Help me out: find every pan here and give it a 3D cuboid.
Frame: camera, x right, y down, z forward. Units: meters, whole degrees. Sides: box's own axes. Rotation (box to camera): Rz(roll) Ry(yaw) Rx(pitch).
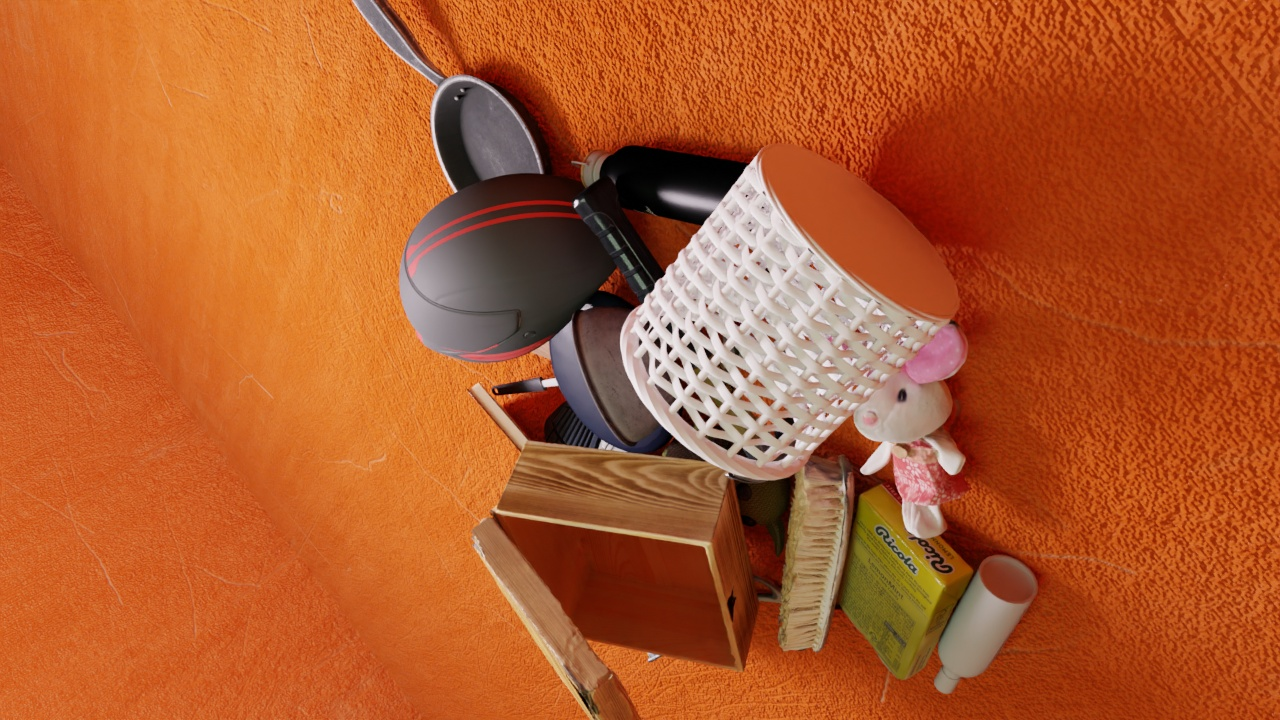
[{"bbox_3d":[-0.215,-0.296,1.017,0.357,0.055,0.188,57,145,-5],"label":"pan"},{"bbox_3d":[-0.085,0.024,1.090,0.357,0.021,0.199,-9,107,49],"label":"pan"}]

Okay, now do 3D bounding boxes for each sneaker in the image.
[{"bbox_3d":[-0.027,0.146,1.148,0.240,0.089,0.124,40,174,48],"label":"sneaker"}]

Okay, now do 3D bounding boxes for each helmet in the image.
[{"bbox_3d":[-0.141,-0.101,0.938,0.170,0.265,0.164,57,-163,-66],"label":"helmet"}]

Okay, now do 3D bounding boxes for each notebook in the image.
[{"bbox_3d":[-0.158,0.111,1.245,0.167,0.024,0.225,48,172,8],"label":"notebook"}]

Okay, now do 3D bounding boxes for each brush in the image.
[{"bbox_3d":[0.181,0.207,0.960,0.056,0.083,0.272,2,128,3],"label":"brush"}]

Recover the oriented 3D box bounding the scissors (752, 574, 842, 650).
[{"bbox_3d":[0.185,0.295,1.100,0.169,0.012,0.158,20,134,36],"label":"scissors"}]

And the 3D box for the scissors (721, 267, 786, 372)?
[{"bbox_3d":[0.114,-0.019,0.914,0.179,0.015,0.195,28,139,31],"label":"scissors"}]

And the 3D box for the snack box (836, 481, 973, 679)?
[{"bbox_3d":[0.254,0.222,0.910,0.121,0.045,0.181,50,151,40],"label":"snack box"}]

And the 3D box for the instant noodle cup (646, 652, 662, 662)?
[{"bbox_3d":[0.038,0.303,1.182,0.112,0.137,0.138,56,146,13],"label":"instant noodle cup"}]

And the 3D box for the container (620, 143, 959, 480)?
[{"bbox_3d":[0.111,-0.037,0.712,0.189,0.188,0.187,46,124,11],"label":"container"}]

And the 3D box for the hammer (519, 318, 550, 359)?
[{"bbox_3d":[-0.127,-0.032,1.156,0.301,0.037,0.158,21,134,37],"label":"hammer"}]

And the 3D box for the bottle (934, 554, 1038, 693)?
[{"bbox_3d":[0.322,0.265,0.885,0.052,0.052,0.196,33,140,26],"label":"bottle"}]

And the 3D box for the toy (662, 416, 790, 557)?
[{"bbox_3d":[0.092,0.132,1.011,0.153,0.078,0.179,15,127,41],"label":"toy"}]

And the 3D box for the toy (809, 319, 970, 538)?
[{"bbox_3d":[0.228,0.056,0.787,0.159,0.084,0.194,2,114,50],"label":"toy"}]

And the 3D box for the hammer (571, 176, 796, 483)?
[{"bbox_3d":[0.043,-0.022,0.869,0.025,0.117,0.333,-22,109,42],"label":"hammer"}]

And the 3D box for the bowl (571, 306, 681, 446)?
[{"bbox_3d":[-0.005,0.005,0.898,0.067,0.144,0.145,-22,105,12],"label":"bowl"}]

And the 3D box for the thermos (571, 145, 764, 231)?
[{"bbox_3d":[0.025,-0.164,0.851,0.232,0.061,0.061,20,133,38],"label":"thermos"}]

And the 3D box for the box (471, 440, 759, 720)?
[{"bbox_3d":[-0.045,0.271,0.957,0.270,0.262,0.279,6,141,21],"label":"box"}]
